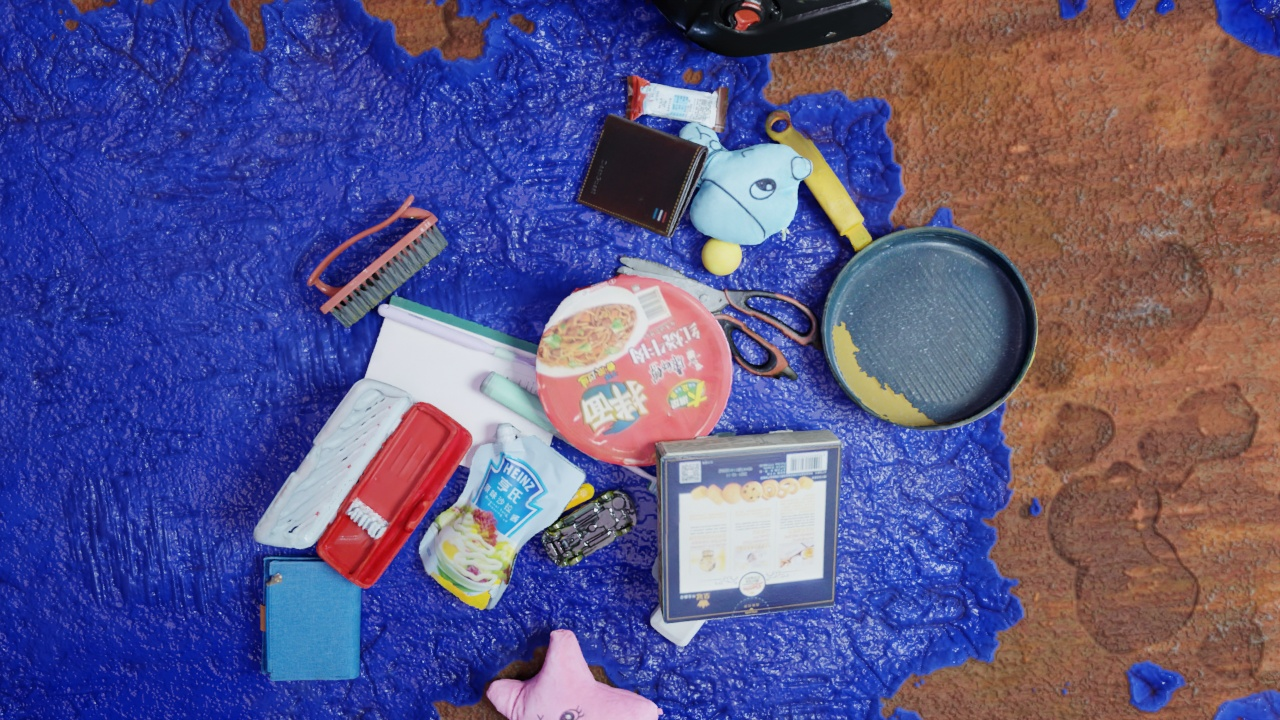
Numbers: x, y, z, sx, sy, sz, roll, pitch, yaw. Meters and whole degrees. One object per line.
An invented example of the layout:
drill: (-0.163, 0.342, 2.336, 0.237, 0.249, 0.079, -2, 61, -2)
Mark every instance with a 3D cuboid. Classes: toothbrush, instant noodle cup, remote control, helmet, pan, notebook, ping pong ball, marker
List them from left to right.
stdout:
notebook: (-0.187, 0.034, 0.968, 0.209, 0.012, 0.150, 19, 94, 1)
toothbrush: (-0.183, -0.024, 0.949, 0.189, 0.029, 0.021, 18, 130, 2)
marker: (-0.106, 0.162, 0.973, 0.124, 0.015, 0.018, -26, 87, 7)
toothbrush: (-0.065, 0.077, 0.949, 0.224, 0.026, 0.027, 31, 66, -1)
instant noodle cup: (-0.005, 0.005, 0.920, 0.194, 0.065, 0.194, 1, 105, 3)
remote control: (0.063, 0.242, 0.966, 0.049, 0.024, 0.125, 36, 95, -1)
ping pong ball: (0.082, -0.106, 0.926, 0.040, 0.040, 0.040, 0, 95, 3)
helmet: (0.095, -0.385, 0.792, 0.231, 0.274, 0.233, -6, 83, 30)
pan: (0.231, -0.097, 0.897, 0.198, 0.078, 0.357, -35, 74, 10)

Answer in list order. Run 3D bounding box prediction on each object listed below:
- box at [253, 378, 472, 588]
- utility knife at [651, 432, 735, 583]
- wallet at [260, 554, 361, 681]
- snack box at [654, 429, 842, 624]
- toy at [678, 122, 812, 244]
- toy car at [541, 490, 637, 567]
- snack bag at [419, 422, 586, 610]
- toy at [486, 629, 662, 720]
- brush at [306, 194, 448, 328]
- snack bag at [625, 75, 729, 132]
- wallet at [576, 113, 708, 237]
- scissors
box: (-0.280, 0.122, 0.935, 0.154, 0.073, 0.201, 33, 94, -26)
utility knife: (0.053, 0.154, 0.964, 0.029, 0.013, 0.179, 24, 96, 3)
wallet: (-0.354, 0.276, 0.986, 0.106, 0.040, 0.133, 2, 93, -6)
snack box: (0.106, 0.164, 0.912, 0.178, 0.045, 0.183, -3, 107, -9)
toy: (0.084, -0.169, 0.902, 0.162, 0.049, 0.156, -35, 80, 17)
toy car: (-0.053, 0.175, 0.963, 0.105, 0.032, 0.048, -31, 92, -1)
snack bag: (-0.148, 0.160, 0.952, 0.110, 0.038, 0.191, 38, 104, 18)
toy: (-0.063, 0.373, 0.957, 0.179, 0.074, 0.194, -19, 94, 13)
brush: (-0.267, -0.103, 0.935, 0.146, 0.063, 0.069, -38, 105, 4)
snack bag: (0.036, -0.258, 0.923, 0.104, 0.026, 0.048, 6, 106, 2)
wallet: (0.000, -0.184, 0.911, 0.122, 0.020, 0.096, 27, 97, 30)
scissors: (0.075, -0.044, 0.944, 0.207, 0.015, 0.192, -14, 95, 5)
